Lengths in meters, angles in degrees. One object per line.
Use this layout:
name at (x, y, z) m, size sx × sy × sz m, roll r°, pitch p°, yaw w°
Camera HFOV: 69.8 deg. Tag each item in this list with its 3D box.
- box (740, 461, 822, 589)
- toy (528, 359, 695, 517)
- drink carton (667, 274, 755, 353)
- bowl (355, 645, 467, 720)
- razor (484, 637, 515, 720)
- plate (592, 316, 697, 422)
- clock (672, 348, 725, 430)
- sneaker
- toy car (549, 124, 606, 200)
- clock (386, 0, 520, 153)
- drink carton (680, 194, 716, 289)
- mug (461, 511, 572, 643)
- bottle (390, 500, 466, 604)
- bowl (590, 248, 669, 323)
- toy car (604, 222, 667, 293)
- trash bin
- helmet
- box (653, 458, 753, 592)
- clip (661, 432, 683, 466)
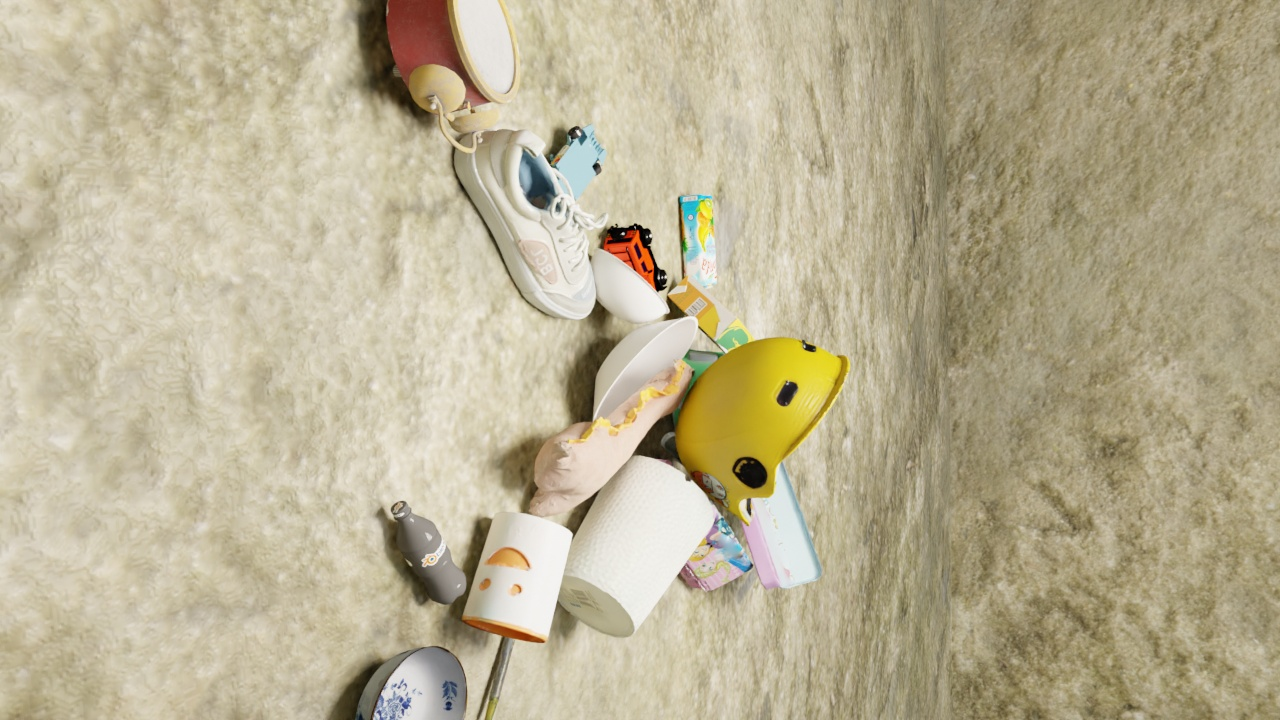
box at (0.178, 0.223, 1.328) m, size 0.140 × 0.062 × 0.214 m, roll 8°, pitch 55°, yaw -42°
toy at (-0.018, 0.067, 0.982) m, size 0.263 × 0.065 × 0.197 m, roll -40°, pitch 167°, yaw -32°
drink carton at (0.091, -0.058, 1.201) m, size 0.041 × 0.122 × 0.058 m, roll -45°, pitch 138°, yaw 2°
bowl at (-0.200, 0.294, 0.770) m, size 0.114 × 0.045 × 0.114 m, roll -1°, pitch 91°, yaw -60°
razor at (-0.140, 0.317, 0.900) m, size 0.042 × 0.026 × 0.105 m, roll 48°, pitch 46°, yaw -47°
plate at (-0.006, 0.006, 1.058) m, size 0.173 × 0.036 × 0.174 m, roll -43°, pitch 163°, yaw -17°
clock at (0.088, 0.055, 1.246) m, size 0.161 × 0.075 × 0.121 m, roll 56°, pitch 42°, yaw -63°
sneaker at (-0.087, -0.128, 0.914) m, size 0.242 × 0.091 × 0.089 m, roll 60°, pitch 41°, yaw -43°
toy car at (-0.080, -0.205, 0.988) m, size 0.107 × 0.028 × 0.060 m, roll -59°, pitch 139°, yaw -27°
clock at (-0.164, -0.255, 0.782) m, size 0.117 × 0.081 × 0.158 m, roll 18°, pitch 65°, yaw -70°
drink carton at (0.080, -0.162, 1.253) m, size 0.044 × 0.039 × 0.129 m, roll -15°, pitch 103°, yaw -59°
mug at (-0.116, 0.207, 0.877) m, size 0.082 × 0.082 × 0.105 m, roll 46°, pitch 51°, yaw -51°
bottle at (-0.187, 0.166, 0.798) m, size 0.036 × 0.036 × 0.110 m, roll -56°, pitch 137°, yaw -43°
bowl at (-0.023, -0.074, 1.034) m, size 0.040 × 0.110 × 0.110 m, roll -50°, pitch 140°, yaw -8°
toy car at (-0.008, -0.115, 1.090) m, size 0.048 × 0.051 × 0.100 m, roll -63°, pitch 141°, yaw -43°
trash bin at (-0.013, 0.209, 1.016) m, size 0.160 × 0.133 × 0.133 m, roll -54°, pitch 135°, yaw -36°
helmet at (0.124, 0.056, 1.061) m, size 0.208 × 0.139 × 0.241 m, roll -56°, pitch 175°, yaw -41°
box at (0.077, 0.223, 1.204) m, size 0.230 × 0.091 × 0.084 m, roll 58°, pitch 44°, yaw -44°
clip at (0.068, 0.132, 1.212) m, size 0.027 × 0.090 × 0.162 m, roll -45°, pitch 170°, yaw 1°
